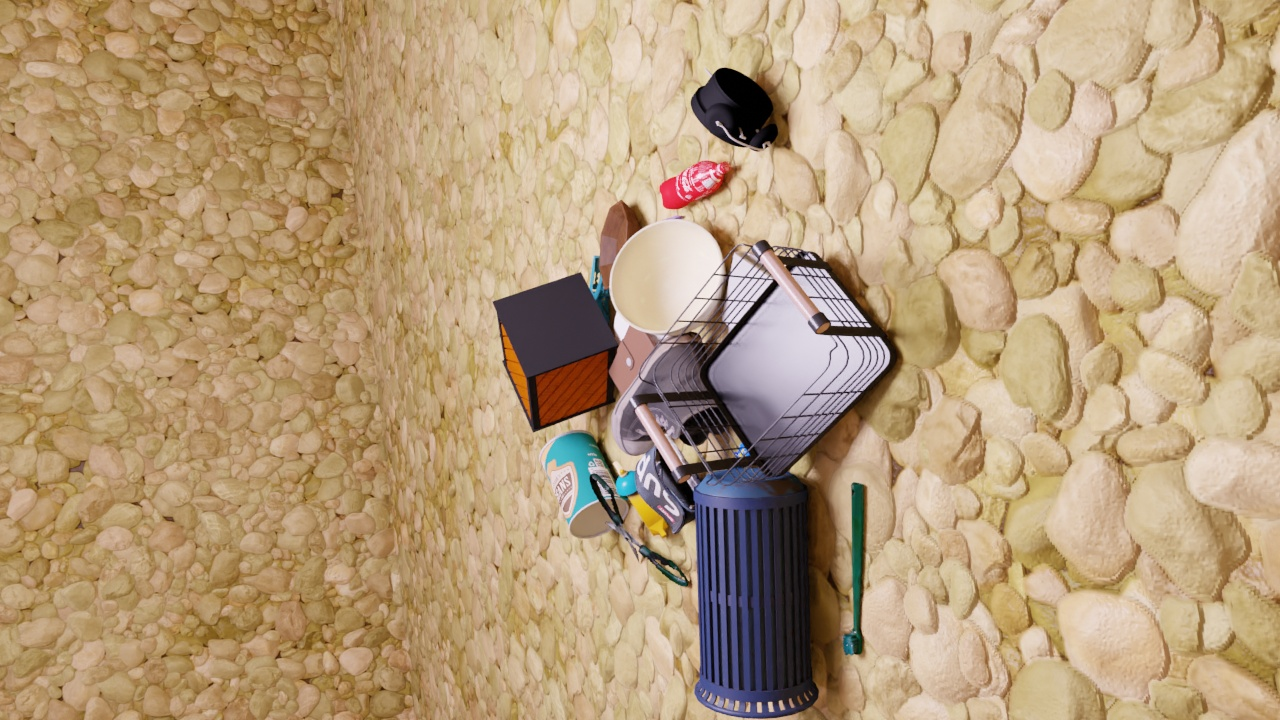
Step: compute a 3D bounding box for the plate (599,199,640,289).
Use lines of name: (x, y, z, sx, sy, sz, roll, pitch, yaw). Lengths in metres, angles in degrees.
plate: (-0.029, -0.168, 1.347, 0.131, 0.025, 0.131, -176, 90, -70)

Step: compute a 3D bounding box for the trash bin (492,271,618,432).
trash bin: (-0.128, -0.010, 1.396, 0.172, 0.139, 0.139, 95, 151, -59)

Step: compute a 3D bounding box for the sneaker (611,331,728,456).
sneaker: (0.039, 0.081, 1.223, 0.235, 0.095, 0.119, -56, 47, 41)

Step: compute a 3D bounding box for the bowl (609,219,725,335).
bowl: (0.044, -0.095, 1.160, 0.151, 0.075, 0.150, -7, 71, 22)

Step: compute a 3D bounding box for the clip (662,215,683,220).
clip: (0.043, -0.182, 1.245, 0.050, 0.013, 0.029, 20, 111, 62)

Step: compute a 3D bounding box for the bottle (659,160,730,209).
bottle: (0.070, -0.224, 1.155, 0.142, 0.041, 0.042, -13, 84, 62)

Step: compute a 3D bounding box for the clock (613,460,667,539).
clock: (-0.001, 0.200, 1.326, 0.129, 0.043, 0.099, 56, 174, 12)

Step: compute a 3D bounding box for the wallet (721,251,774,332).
wallet: (0.135, -0.054, 1.069, 0.118, 0.037, 0.115, -134, 47, -54)

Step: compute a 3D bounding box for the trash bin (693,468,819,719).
trash bin: (0.127, 0.253, 1.035, 0.139, 0.139, 0.249, 3, 96, 62)

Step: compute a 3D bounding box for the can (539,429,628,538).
can: (-0.092, 0.198, 1.472, 0.144, 0.099, 0.099, 60, 144, 38)

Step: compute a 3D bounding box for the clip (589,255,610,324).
clip: (-0.074, -0.108, 1.467, 0.120, 0.030, 0.130, -149, 58, -62)

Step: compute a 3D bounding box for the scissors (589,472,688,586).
scissors: (-0.014, 0.246, 1.339, 0.202, 0.015, 0.206, 18, 142, 52)

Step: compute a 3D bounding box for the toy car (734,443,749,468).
toy car: (0.129, 0.086, 1.103, 0.062, 0.033, 0.092, 64, 146, 22)

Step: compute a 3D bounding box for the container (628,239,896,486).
container: (0.118, 0.006, 0.939, 0.242, 0.130, 0.162, -52, 56, 32)

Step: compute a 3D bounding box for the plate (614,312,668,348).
plate: (0.003, -0.039, 1.301, 0.174, 0.036, 0.174, 23, 117, 53)

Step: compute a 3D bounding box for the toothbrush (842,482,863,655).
toothbrush: (0.225, 0.222, 0.969, 0.016, 0.017, 0.190, 14, 107, 61)

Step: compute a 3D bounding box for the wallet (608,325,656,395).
wallet: (-0.008, 0.007, 1.280, 0.087, 0.013, 0.121, 58, 142, 31)

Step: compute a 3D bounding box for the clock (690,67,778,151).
clock: (0.108, -0.277, 1.025, 0.043, 0.091, 0.120, -50, 37, 40)

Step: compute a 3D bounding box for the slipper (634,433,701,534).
slipper: (0.031, 0.165, 1.180, 0.111, 0.063, 0.264, 57, 170, 8)
